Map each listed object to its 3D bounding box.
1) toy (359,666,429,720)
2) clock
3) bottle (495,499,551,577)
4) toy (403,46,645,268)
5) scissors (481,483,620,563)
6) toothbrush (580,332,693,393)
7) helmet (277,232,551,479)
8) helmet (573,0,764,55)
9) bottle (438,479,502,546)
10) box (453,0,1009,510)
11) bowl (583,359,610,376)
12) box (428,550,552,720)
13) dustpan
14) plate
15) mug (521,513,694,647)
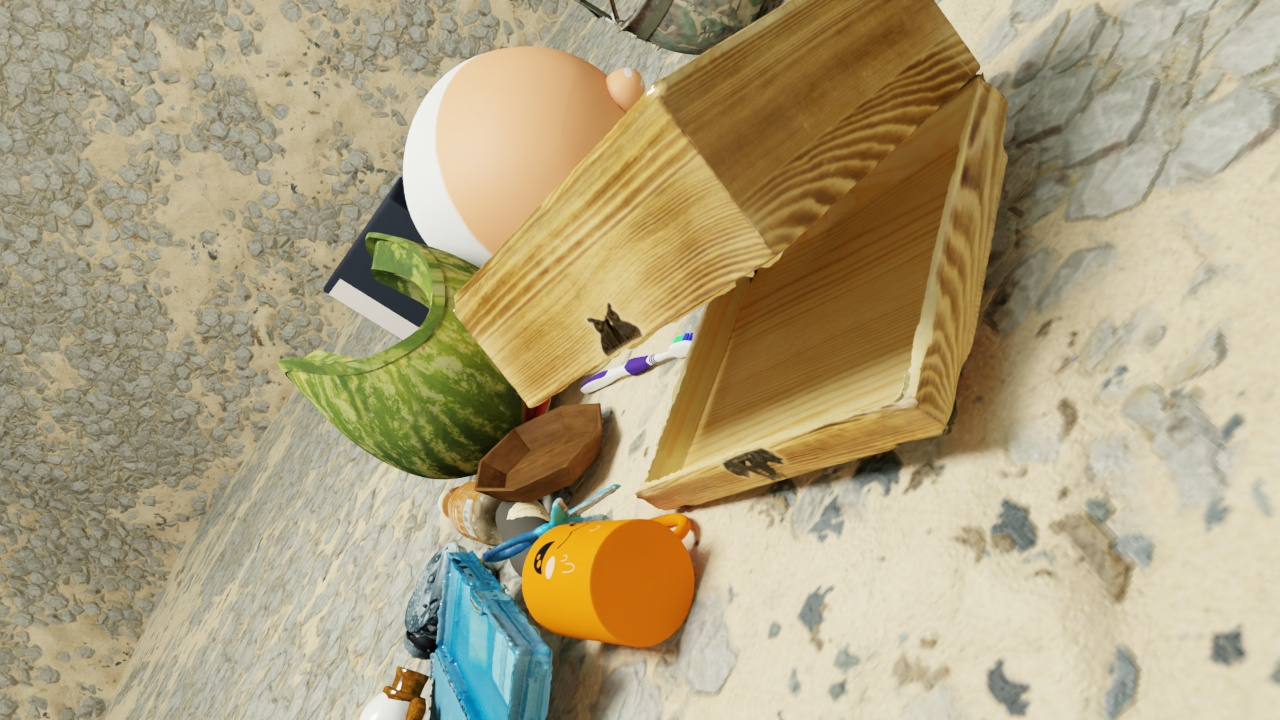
[{"bbox_3d":[-0.198,0.310,0.743,0.087,0.067,0.112,-18,49,56],"label":"toy"},{"bbox_3d":[-0.184,0.225,0.855,0.130,0.052,0.090,-40,28,33],"label":"clock"},{"bbox_3d":[-0.080,0.162,0.739,0.045,0.045,0.184,-56,23,2],"label":"bottle"},{"bbox_3d":[-0.111,-0.208,1.003,0.282,0.265,0.262,-13,58,42],"label":"toy"},{"bbox_3d":[-0.066,0.122,0.668,0.137,0.127,0.012,90,160,-71],"label":"scissors"},{"bbox_3d":[-0.005,0.005,0.834,0.187,0.015,0.016,-22,35,54],"label":"toothbrush"},{"bbox_3d":[-0.207,0.011,0.940,0.243,0.247,0.212,14,65,28],"label":"helmet"},{"bbox_3d":[0.035,-0.472,1.095,0.223,0.236,0.193,-91,26,-48],"label":"helmet"},{"bbox_3d":[-0.163,0.146,0.908,0.167,0.059,0.059,-8,52,62],"label":"bottle"},{"bbox_3d":[0.078,-0.066,0.585,0.257,0.220,0.280,-44,6,-34],"label":"box"},{"bbox_3d":[-0.060,-0.053,0.942,0.118,0.074,0.117,-44,26,28],"label":"bowl"},{"bbox_3d":[-0.121,0.252,0.674,0.232,0.033,0.174,-166,85,-67],"label":"box"},{"bbox_3d":[-0.231,-0.135,1.182,0.274,0.236,0.080,-43,25,29],"label":"dustpan"},{"bbox_3d":[-0.085,0.085,0.816,0.131,0.025,0.131,-23,21,10],"label":"plate"},{"bbox_3d":[-0.011,0.137,0.614,0.112,0.077,0.096,-33,8,-33],"label":"mug"}]
